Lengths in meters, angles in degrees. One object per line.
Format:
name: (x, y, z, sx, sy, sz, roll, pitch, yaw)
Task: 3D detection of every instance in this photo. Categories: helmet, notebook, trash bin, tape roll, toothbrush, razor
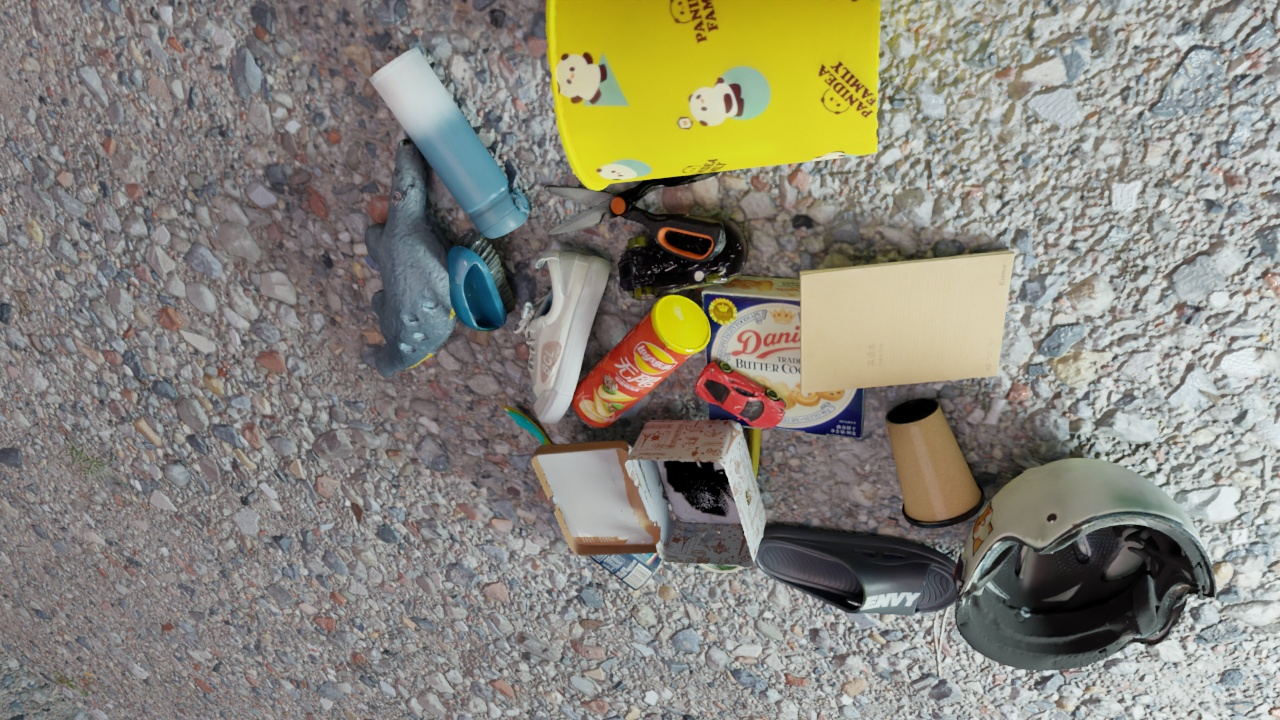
helmet: (0.456, 0.204, 0.987, 0.230, 0.156, 0.275, 13, 137, -1)
notebook: (0.271, -0.037, 0.951, 0.211, 0.012, 0.150, -5, 123, 3)
trash bin: (0.076, -0.268, 0.794, 0.255, 0.229, 0.230, 1, 122, 14)
tape roll: (0.103, 0.254, 1.239, 0.086, 0.013, 0.086, 12, 131, 13)
toothbrush: (0.139, 0.152, 1.154, 0.016, 0.016, 0.190, 8, 118, 14)
razor: (-0.141, 0.109, 1.243, 0.132, 0.028, 0.043, 55, 155, -20)

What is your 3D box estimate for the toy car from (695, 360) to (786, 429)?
toy car: (0.114, 0.043, 1.039, 0.106, 0.031, 0.049, 29, 130, 0)

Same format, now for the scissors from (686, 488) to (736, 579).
scissors: (0.097, 0.232, 1.241, 0.159, 0.014, 0.182, 39, 129, -6)

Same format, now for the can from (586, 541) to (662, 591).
can: (-0.028, 0.258, 1.268, 0.111, 0.075, 0.076, 38, 128, -6)

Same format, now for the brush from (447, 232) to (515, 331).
brush: (-0.194, -0.082, 1.085, 0.055, 0.073, 0.144, 19, 151, 19)

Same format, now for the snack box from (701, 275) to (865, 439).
snack box: (0.163, -0.004, 1.035, 0.178, 0.045, 0.183, 6, 124, 19)

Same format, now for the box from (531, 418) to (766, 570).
box: (0.009, 0.166, 1.139, 0.261, 0.082, 0.177, -4, 124, 24)

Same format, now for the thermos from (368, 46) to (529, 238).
thermos: (-0.207, -0.236, 1.017, 0.070, 0.070, 0.220, -23, 112, 32)

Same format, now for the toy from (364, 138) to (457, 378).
toy: (-0.281, -0.093, 1.135, 0.138, 0.091, 0.357, 38, 132, 30)

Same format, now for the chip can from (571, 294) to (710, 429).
chip can: (-0.006, 0.006, 1.068, 0.073, 0.073, 0.217, 40, 139, -7)

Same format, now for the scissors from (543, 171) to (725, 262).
scissors: (-0.002, -0.178, 0.992, 0.224, 0.021, 0.205, 35, 114, 17)

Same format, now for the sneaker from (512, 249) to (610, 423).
sneaker: (-0.110, -0.025, 1.099, 0.090, 0.089, 0.243, 15, 124, -7)

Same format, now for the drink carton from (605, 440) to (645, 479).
drink carton: (-0.048, 0.161, 1.230, 0.123, 0.045, 0.053, -35, 104, 35)

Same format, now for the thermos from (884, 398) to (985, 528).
thermos: (0.326, 0.119, 1.031, 0.093, 0.092, 0.143, -14, 107, 29)

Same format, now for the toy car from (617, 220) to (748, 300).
toy car: (0.046, -0.108, 1.006, 0.158, 0.042, 0.070, -9, 83, 27)

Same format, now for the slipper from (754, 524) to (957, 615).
slipper: (0.267, 0.282, 1.163, 0.268, 0.083, 0.111, 8, 126, 18)
